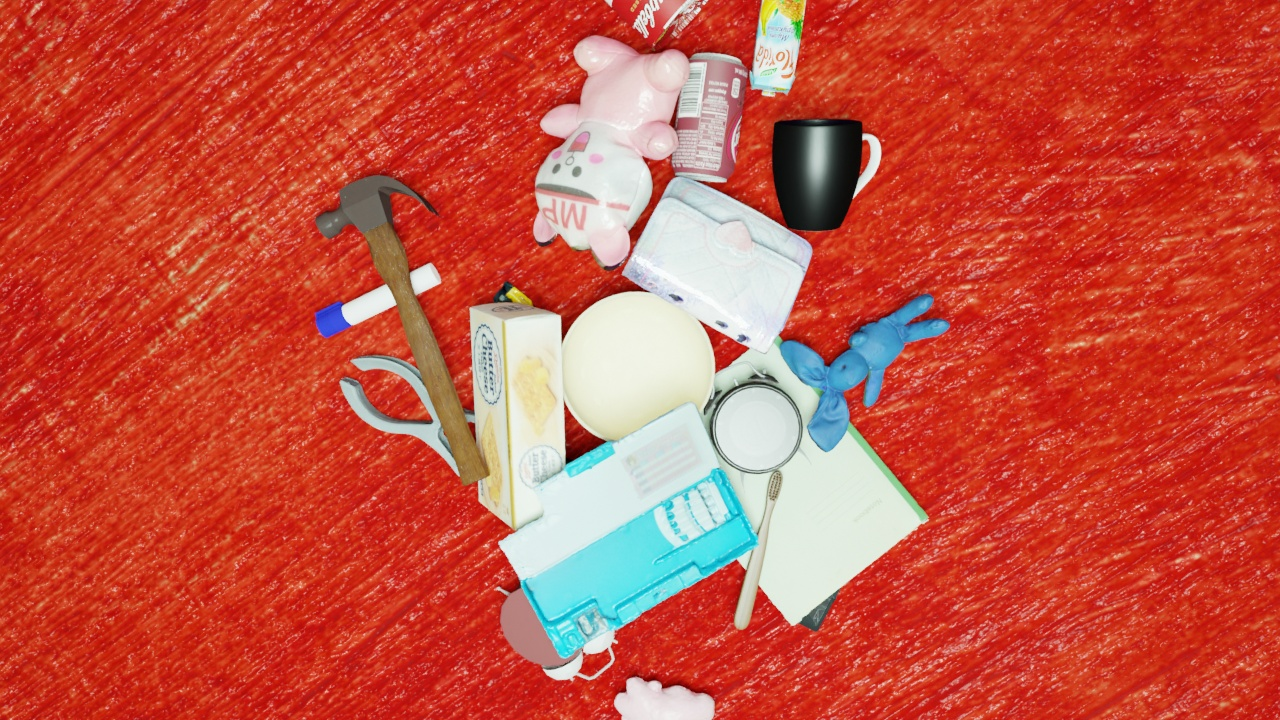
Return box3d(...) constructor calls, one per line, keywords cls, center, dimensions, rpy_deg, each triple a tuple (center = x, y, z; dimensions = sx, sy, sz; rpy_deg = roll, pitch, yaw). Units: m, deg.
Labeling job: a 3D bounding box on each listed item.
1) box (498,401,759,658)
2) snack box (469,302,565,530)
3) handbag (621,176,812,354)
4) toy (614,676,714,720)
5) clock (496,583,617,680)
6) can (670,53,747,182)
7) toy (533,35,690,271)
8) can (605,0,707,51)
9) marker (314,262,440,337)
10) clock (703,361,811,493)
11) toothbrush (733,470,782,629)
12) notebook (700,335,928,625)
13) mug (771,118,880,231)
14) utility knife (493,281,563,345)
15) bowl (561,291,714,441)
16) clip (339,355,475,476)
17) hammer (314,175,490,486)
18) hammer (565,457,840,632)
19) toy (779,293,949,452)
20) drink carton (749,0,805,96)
box3d(cls="box", center=(-0.017, 0.160, 0.891), dimensions=(0.226, 0.056, 0.185), rpy_deg=(-28, 109, -9))
box3d(cls="snack box", center=(-0.120, 0.052, 0.900), dimensions=(0.057, 0.104, 0.208), rpy_deg=(-7, 103, -28))
box3d(cls="handbag", center=(0.075, -0.093, 0.874), dimensions=(0.158, 0.069, 0.126), rpy_deg=(29, 54, -3))
box3d(cls="toy", center=(0.018, 0.375, 0.970), dimensions=(0.096, 0.052, 0.099), rpy_deg=(36, 97, 0))
box3d(cls="clock", center=(-0.087, 0.273, 0.954), dimensions=(0.137, 0.048, 0.096), rpy_deg=(45, 113, 0))
box3d(cls="can", center=(0.066, -0.235, 0.892), dimensions=(0.063, 0.063, 0.114), rpy_deg=(7, 97, 1))
box3d(cls="toy", center=(-0.031, -0.199, 0.883), dimensions=(0.142, 0.084, 0.213), rpy_deg=(22, 96, 29))
box3d(cls="can", center=(0.001, -0.367, 0.868), dimensions=(0.087, 0.086, 0.116), rpy_deg=(-45, 93, 6))
box3d(cls="marker", center=(-0.271, -0.063, 0.947), dimensions=(0.133, 0.023, 0.027), rpy_deg=(-25, 73, 5))
box3d(cls="clock", center=(0.113, 0.062, 0.919), dimensions=(0.091, 0.044, 0.123), rpy_deg=(-24, 89, 3))
box3d(cls="toothbrush", center=(0.121, 0.194, 0.936), dimensions=(0.016, 0.016, 0.167), rpy_deg=(14, 92, 1))
box3d(cls="notebook", center=(0.147, 0.121, 0.947), dimensions=(0.182, 0.010, 0.252), rpy_deg=(-39, 90, 2))
box3d(cls="mug", center=(0.184, -0.181, 0.893), dimensions=(0.118, 0.085, 0.100), rpy_deg=(-11, 111, -26))
box3d(cls="utility knife", center=(-0.090, -0.016, 0.950), dimensions=(0.030, 0.017, 0.163), rpy_deg=(-43, 96, 15))
box3d(cls="bowl", center=(-0.005, 0.005, 0.915), dimensions=(0.151, 0.075, 0.151), rpy_deg=(0, 96, -3))
box3d(cls="clip", center=(-0.243, 0.064, 0.959), dimensions=(0.163, 0.028, 0.108), rpy_deg=(27, 99, 0))
box3d(cls="hammer", center=(-0.220, -0.031, 0.910), dimensions=(0.115, 0.033, 0.323), rpy_deg=(-23, 85, 7))
box3d(cls="hammer", center=(0.063, 0.171, 0.965), dimensions=(0.325, 0.015, 0.095), rpy_deg=(27, 96, 0))
box3d(cls="toy", center=(0.217, -0.005, 0.909), dimensions=(0.176, 0.071, 0.113), rpy_deg=(-39, 96, 10))
box3d(cls="drink carton", center=(0.135, -0.324, 0.891), dimensions=(0.044, 0.038, 0.129), rpy_deg=(8, 97, 1))
